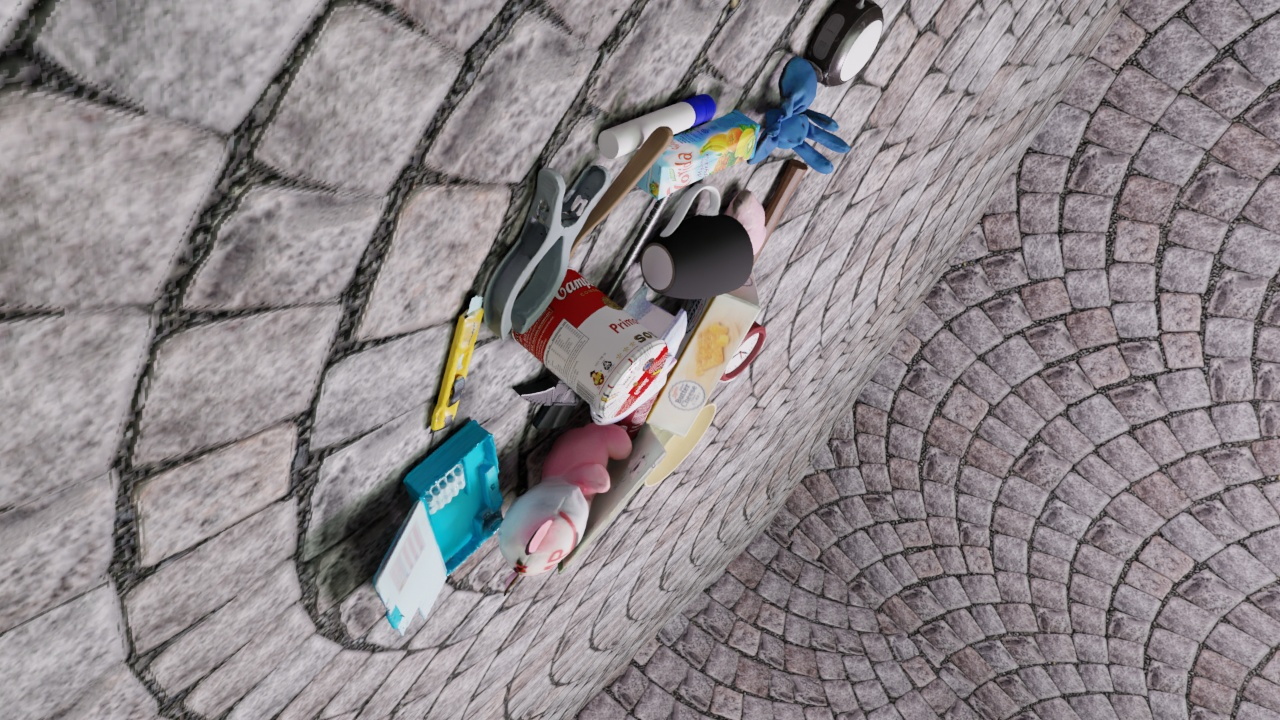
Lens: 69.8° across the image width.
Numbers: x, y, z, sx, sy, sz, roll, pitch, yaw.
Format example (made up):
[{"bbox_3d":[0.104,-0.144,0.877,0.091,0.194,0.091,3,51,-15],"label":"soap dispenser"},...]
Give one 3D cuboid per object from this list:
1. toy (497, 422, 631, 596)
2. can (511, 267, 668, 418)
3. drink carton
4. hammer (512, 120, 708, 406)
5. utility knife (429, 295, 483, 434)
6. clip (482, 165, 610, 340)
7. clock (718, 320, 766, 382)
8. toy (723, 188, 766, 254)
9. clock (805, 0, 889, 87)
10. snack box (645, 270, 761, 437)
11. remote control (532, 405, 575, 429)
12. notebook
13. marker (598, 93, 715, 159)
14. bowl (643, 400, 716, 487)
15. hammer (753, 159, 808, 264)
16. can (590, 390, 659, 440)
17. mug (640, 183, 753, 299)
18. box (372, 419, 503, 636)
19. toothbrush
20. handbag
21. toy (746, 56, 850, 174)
[{"bbox_3d":[-0.093,0.160,1.036,0.142,0.084,0.212,-45,-170,46],"label":"toy"},{"bbox_3d":[-0.045,-0.016,0.829,0.086,0.116,0.087,-44,161,-20],"label":"can"},{"bbox_3d":[0.051,-0.186,0.826,0.128,0.038,0.044,-29,146,-30],"label":"drink carton"},{"bbox_3d":[-0.021,-0.089,0.897,0.094,0.015,0.325,4,122,-54],"label":"hammer"},{"bbox_3d":[-0.156,0.006,0.780,0.030,0.017,0.163,-43,160,-49],"label":"utility knife"},{"bbox_3d":[-0.074,-0.092,0.762,0.107,0.028,0.164,-27,152,-54],"label":"clip"},{"bbox_3d":[0.124,-0.018,1.230,0.096,0.048,0.137,-49,157,-1],"label":"clock"},{"bbox_3d":[0.116,-0.145,1.056,0.095,0.053,0.099,4,118,-60],"label":"toy"},{"bbox_3d":[0.211,-0.323,0.947,0.091,0.044,0.123,-17,143,-59],"label":"clock"},{"bbox_3d":[0.070,-0.019,1.114,0.104,0.057,0.208,-90,-157,-55],"label":"snack box"},{"bbox_3d":[-0.064,0.016,0.999,0.150,0.022,0.047,-57,160,19],"label":"remote control"},{"bbox_3d":[-0.045,0.151,1.129,0.182,0.010,0.252,-50,-170,2],"label":"notebook"},{"bbox_3d":[0.015,-0.197,0.770,0.132,0.023,0.027,-33,177,-42],"label":"marker"},{"bbox_3d":[0.031,0.098,1.298,0.150,0.075,0.151,-43,161,-19],"label":"bowl"},{"bbox_3d":[0.131,-0.115,1.190,0.115,0.033,0.324,-25,148,-50],"label":"hammer"},{"bbox_3d":[-0.016,0.042,1.098,0.063,0.063,0.114,-31,154,-46],"label":"can"},{"bbox_3d":[0.053,-0.120,0.942,0.100,0.085,0.119,-17,114,-39],"label":"mug"},{"bbox_3d":[-0.208,0.178,0.926,0.184,0.056,0.227,-53,165,-29],"label":"box"},{"bbox_3d":[-0.028,-0.130,0.765,0.167,0.016,0.016,-46,169,28],"label":"toothbrush"},{"bbox_3d":[-0.006,0.006,0.963,0.126,0.069,0.159,-57,175,-13],"label":"handbag"},{"bbox_3d":[0.164,-0.244,0.955,0.176,0.071,0.113,2,126,-58],"label":"toy"}]
